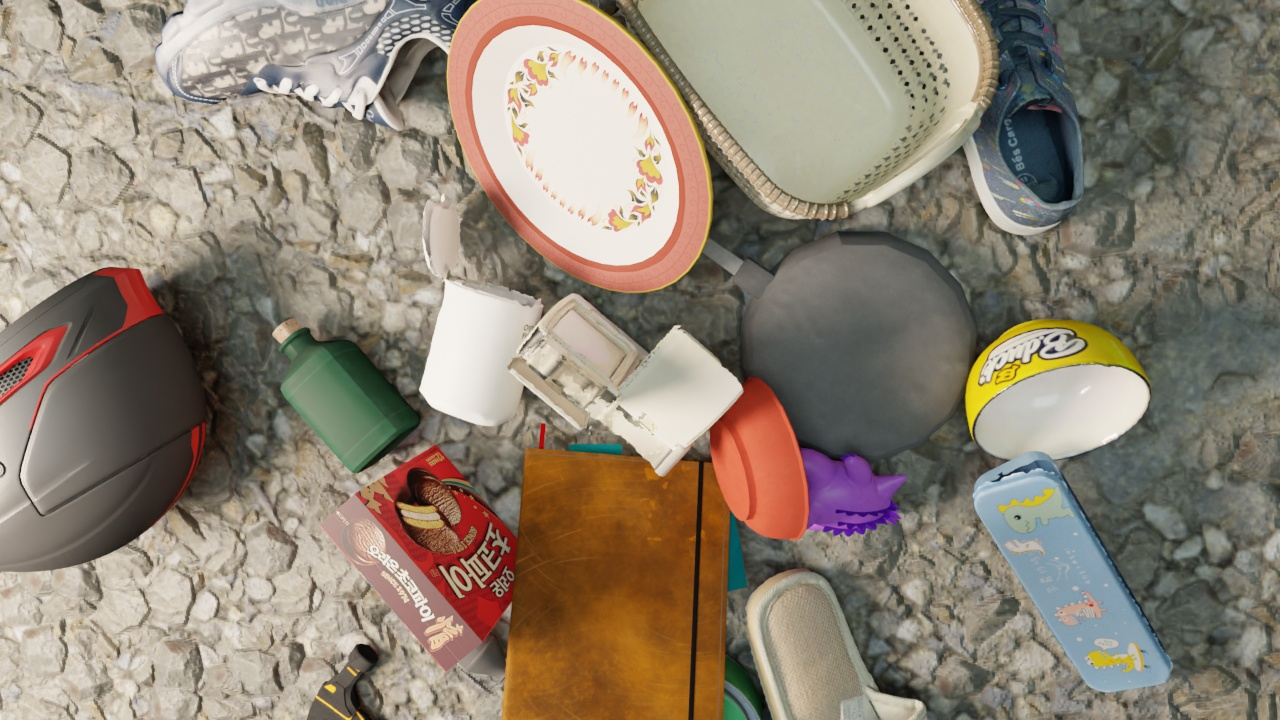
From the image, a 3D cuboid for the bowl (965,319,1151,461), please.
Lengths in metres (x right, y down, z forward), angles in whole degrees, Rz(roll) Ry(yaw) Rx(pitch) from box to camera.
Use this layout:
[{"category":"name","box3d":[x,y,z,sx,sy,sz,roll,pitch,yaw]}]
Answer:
[{"category":"bowl","box3d":[0.286,0.014,0.648,0.117,0.067,0.117,0,141,0]}]

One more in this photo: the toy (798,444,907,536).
[{"category":"toy","box3d":[0.149,0.104,0.689,0.088,0.055,0.106,3,140,-11]}]

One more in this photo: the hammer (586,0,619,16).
[{"category":"hammer","box3d":[-0.130,-0.363,0.663,0.331,0.119,0.031,49,130,10]}]

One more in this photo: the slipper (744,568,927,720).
[{"category":"slipper","box3d":[0.164,0.286,0.704,0.114,0.052,0.263,-24,90,-23]}]

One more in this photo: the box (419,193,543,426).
[{"category":"box","box3d":[-0.131,-0.039,0.708,0.112,0.084,0.162,19,99,13]}]

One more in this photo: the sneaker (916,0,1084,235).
[{"category":"sneaker","box3d":[0.249,-0.200,0.628,0.087,0.079,0.235,-15,95,10]}]

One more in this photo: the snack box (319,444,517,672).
[{"category":"snack box","box3d":[-0.152,0.142,0.698,0.036,0.152,0.132,-41,90,11]}]

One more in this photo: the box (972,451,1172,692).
[{"category":"box","box3d":[0.314,0.163,0.664,0.066,0.049,0.210,-31,104,16]}]

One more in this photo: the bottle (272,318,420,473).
[{"category":"bottle","box3d":[-0.246,0.022,0.741,0.061,0.061,0.131,-41,90,9]}]

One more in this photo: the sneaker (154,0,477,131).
[{"category":"sneaker","box3d":[-0.227,-0.230,0.692,0.269,0.103,0.132,-19,101,7]}]

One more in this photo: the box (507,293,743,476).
[{"category":"box","box3d":[-0.007,0.007,0.644,0.145,0.185,0.095,40,93,-6]}]

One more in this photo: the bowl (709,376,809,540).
[{"category":"bowl","box3d":[0.080,0.075,0.666,0.035,0.122,0.122,-14,96,-12]}]

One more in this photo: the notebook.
[{"category":"notebook","box3d":[-0.007,0.181,0.692,0.178,0.014,0.249,5,75,-7]}]

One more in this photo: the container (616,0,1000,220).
[{"category":"container","box3d":[0.098,-0.211,0.605,0.184,0.143,0.246,-37,90,-3]}]

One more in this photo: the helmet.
[{"category":"helmet","box3d":[-0.446,0.068,0.726,0.265,0.164,0.170,-41,102,1]}]

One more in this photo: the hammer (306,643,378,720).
[{"category":"hammer","box3d":[-0.150,0.380,0.793,0.320,0.036,0.123,33,102,5]}]

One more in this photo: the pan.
[{"category":"pan","box3d":[0.089,-0.059,0.690,0.357,0.041,0.179,35,101,3]}]

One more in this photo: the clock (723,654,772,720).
[{"category":"clock","box3d":[0.022,0.307,0.732,0.162,0.075,0.122,-37,91,8]}]

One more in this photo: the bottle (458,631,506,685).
[{"category":"bottle","box3d":[-0.148,0.232,0.768,0.110,0.036,0.036,41,101,1]}]

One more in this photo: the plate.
[{"category":"plate","box3d":[-0.043,-0.148,0.640,0.230,0.021,0.230,28,143,23]}]
